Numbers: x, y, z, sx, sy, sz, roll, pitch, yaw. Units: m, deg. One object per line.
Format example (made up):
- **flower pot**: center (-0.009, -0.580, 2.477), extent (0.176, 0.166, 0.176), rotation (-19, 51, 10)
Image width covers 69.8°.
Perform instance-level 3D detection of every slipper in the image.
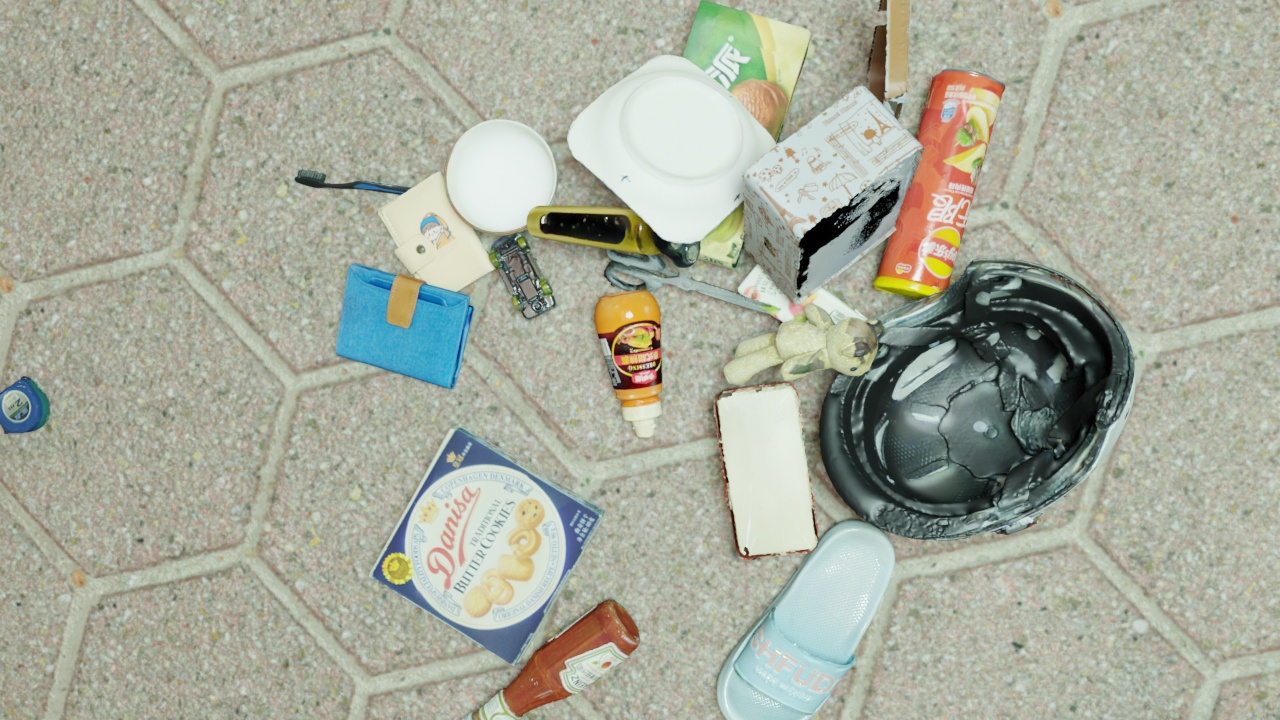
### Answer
- **slipper**: center (0.172, 0.271, 0.910), extent (0.104, 0.074, 0.245), rotation (33, 92, 2)

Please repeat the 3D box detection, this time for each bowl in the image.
- **bowl**: center (-0.136, -0.181, 0.928), extent (0.113, 0.062, 0.113), rotation (0, 92, 3)

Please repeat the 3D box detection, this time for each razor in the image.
- **razor**: center (-0.026, -0.124, 0.864), extent (0.167, 0.067, 0.062), rotation (7, 104, 14)

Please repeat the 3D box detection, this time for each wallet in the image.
- **wallet**: center (-0.245, -0.036, 0.949), extent (0.133, 0.040, 0.106), rotation (17, 106, 4)
- **wallet**: center (-0.215, -0.124, 0.952), extent (0.087, 0.024, 0.115), rotation (-29, 98, 13)

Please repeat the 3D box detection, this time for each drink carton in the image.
- **drink carton**: center (0.162, -0.056, 0.915), extent (0.122, 0.045, 0.053), rotation (36, 103, 5)

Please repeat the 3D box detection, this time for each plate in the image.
- **plate**: center (0.035, -0.203, 0.832), extent (0.164, 0.034, 0.163), rotation (43, 69, 6)

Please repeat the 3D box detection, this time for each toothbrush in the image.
- **toothbrush**: center (-0.271, -0.183, 0.964), extent (0.189, 0.014, 0.016), rotation (7, 66, 4)

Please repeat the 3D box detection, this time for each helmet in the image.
- **helmet**: center (0.315, 0.049, 0.846), extent (0.274, 0.156, 0.230), rotation (-44, 55, 17)

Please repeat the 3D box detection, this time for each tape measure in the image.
- **tape measure**: center (-0.672, 0.052, 0.997), extent (0.058, 0.025, 0.054), rotation (-36, 90, 8)

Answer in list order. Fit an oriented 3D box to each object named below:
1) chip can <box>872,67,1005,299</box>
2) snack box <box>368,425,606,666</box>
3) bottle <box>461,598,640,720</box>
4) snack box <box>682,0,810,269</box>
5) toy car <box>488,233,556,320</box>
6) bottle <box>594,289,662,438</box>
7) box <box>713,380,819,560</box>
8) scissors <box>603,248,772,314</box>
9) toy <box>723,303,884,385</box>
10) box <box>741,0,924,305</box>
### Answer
- **chip can**: center (0.290, -0.167, 0.890), extent (0.073, 0.073, 0.216), rotation (16, 92, 4)
- **snack box**: center (-0.158, 0.189, 0.948), extent (0.182, 0.045, 0.178), rotation (30, 93, 3)
- **bottle**: center (-0.095, 0.325, 0.939), extent (0.206, 0.059, 0.060), rotation (-37, 88, 5)
- **snack box**: center (0.078, -0.219, 0.909), extent (0.114, 0.063, 0.240), rotation (19, 94, 6)
- **toy car**: center (-0.121, -0.087, 0.943), extent (0.042, 0.035, 0.090), rotation (-28, 89, 3)
- **bottle**: center (-0.005, 0.005, 0.926), extent (0.067, 0.066, 0.149), rotation (-8, 98, 5)
- **box**: center (0.126, 0.107, 0.906), extent (0.091, 0.079, 0.168), rotation (-9, 91, 5)
- **scissors**: center (0.044, -0.083, 0.905), extent (0.175, 0.014, 0.136), rotation (-6, 131, 36)
- **toy**: center (0.148, -0.006, 0.858), extent (0.158, 0.104, 0.066), rotation (-11, 116, 39)
- **box**: center (0.192, -0.191, 0.816), extent (0.126, 0.179, 0.273), rotation (27, 80, 14)
